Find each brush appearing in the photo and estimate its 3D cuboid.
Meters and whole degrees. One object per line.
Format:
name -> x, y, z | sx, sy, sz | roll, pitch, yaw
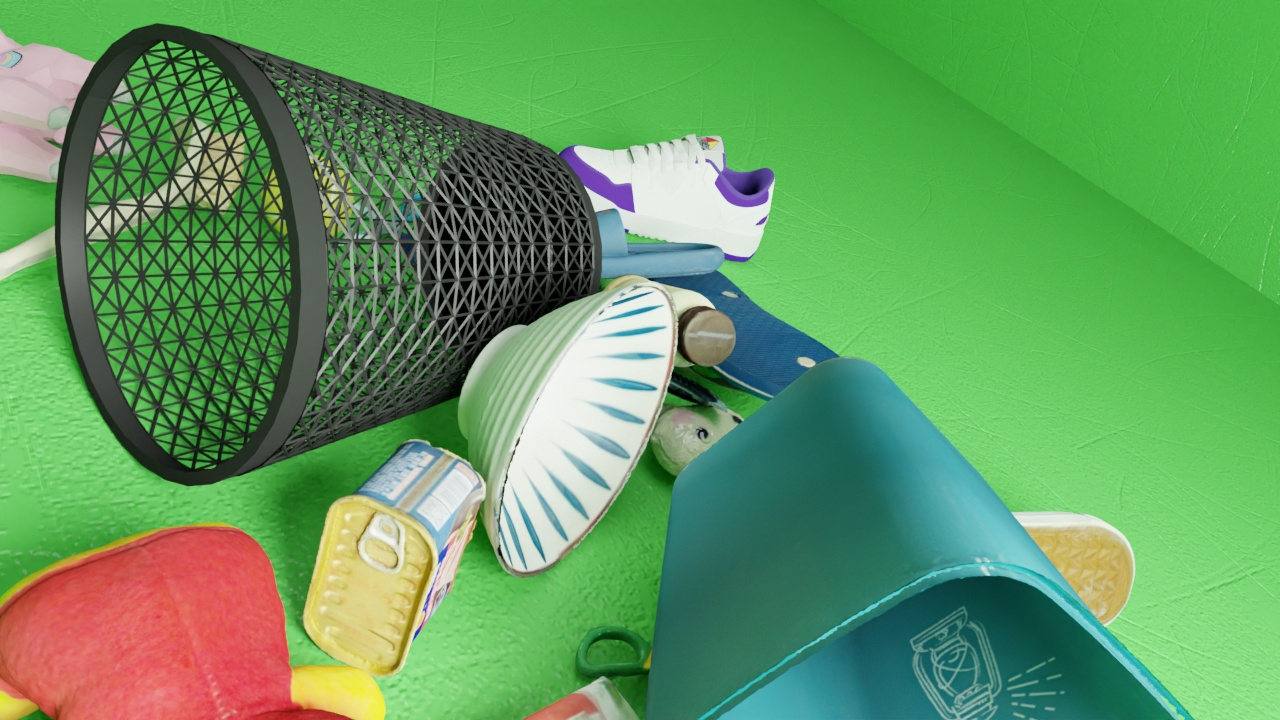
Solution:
brush -> -0.345, -0.092, 0.588 | 0.077, 0.062, 0.271 | 23, 35, 3

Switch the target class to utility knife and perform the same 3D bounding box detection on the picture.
utility knife -> -0.004, 0.004, 0.679 | 0.174, 0.020, 0.028 | 24, 15, 32

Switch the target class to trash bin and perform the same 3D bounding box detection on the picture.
trash bin -> -0.160, -0.060, 0.537 | 0.217, 0.217, 0.242 | 42, 27, 24
trash bin -> 0.112, 0.127, 0.448 | 0.199, 0.197, 0.218 | 44, 19, -19

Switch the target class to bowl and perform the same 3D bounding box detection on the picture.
bowl -> -0.052, 0.027, 0.516 | 0.071, 0.178, 0.176 | 25, 29, 21

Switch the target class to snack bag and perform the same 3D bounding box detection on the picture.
snack bag -> -0.038, 0.194, 0.398 | 0.115, 0.036, 0.077 | -11, 48, -46

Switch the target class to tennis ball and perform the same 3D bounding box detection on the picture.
tennis ball -> -0.248, -0.121, 0.684 | 0.065, 0.065, 0.065 | 19, 32, -13

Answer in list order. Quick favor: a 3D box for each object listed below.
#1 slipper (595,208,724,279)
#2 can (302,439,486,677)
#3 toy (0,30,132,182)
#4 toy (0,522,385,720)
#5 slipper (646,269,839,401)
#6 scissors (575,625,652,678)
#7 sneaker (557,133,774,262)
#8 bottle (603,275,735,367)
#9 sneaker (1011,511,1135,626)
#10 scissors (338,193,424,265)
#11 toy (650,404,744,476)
slipper -> -0.030, -0.103, 0.795 | 0.213, 0.059, 0.104 | 0, 12, -20
can -> -0.114, 0.091, 0.432 | 0.054, 0.100, 0.058 | 26, 30, 5
toy -> -0.443, -0.188, 0.639 | 0.157, 0.067, 0.123 | 23, 32, 2
toy -> -0.151, 0.150, 0.327 | 0.147, 0.099, 0.216 | -21, 50, -40
slipper -> 0.073, -0.015, 0.780 | 0.118, 0.060, 0.295 | 3, 25, -25
scissors -> 0.025, 0.176, 0.497 | 0.125, 0.011, 0.127 | 10, 36, -27
sneaker -> 0.033, -0.190, 0.955 | 0.244, 0.111, 0.091 | 16, 33, -18
bottle -> 0.018, -0.029, 0.692 | 0.056, 0.056, 0.162 | 12, 6, -23
sneaker -> 0.267, 0.142, 0.673 | 0.235, 0.087, 0.079 | 13, 1, -29
scissors -> -0.198, -0.108, 0.754 | 0.133, 0.014, 0.127 | 37, 33, 15
toy -> 0.041, 0.056, 0.659 | 0.087, 0.050, 0.112 | -10, 52, -46
